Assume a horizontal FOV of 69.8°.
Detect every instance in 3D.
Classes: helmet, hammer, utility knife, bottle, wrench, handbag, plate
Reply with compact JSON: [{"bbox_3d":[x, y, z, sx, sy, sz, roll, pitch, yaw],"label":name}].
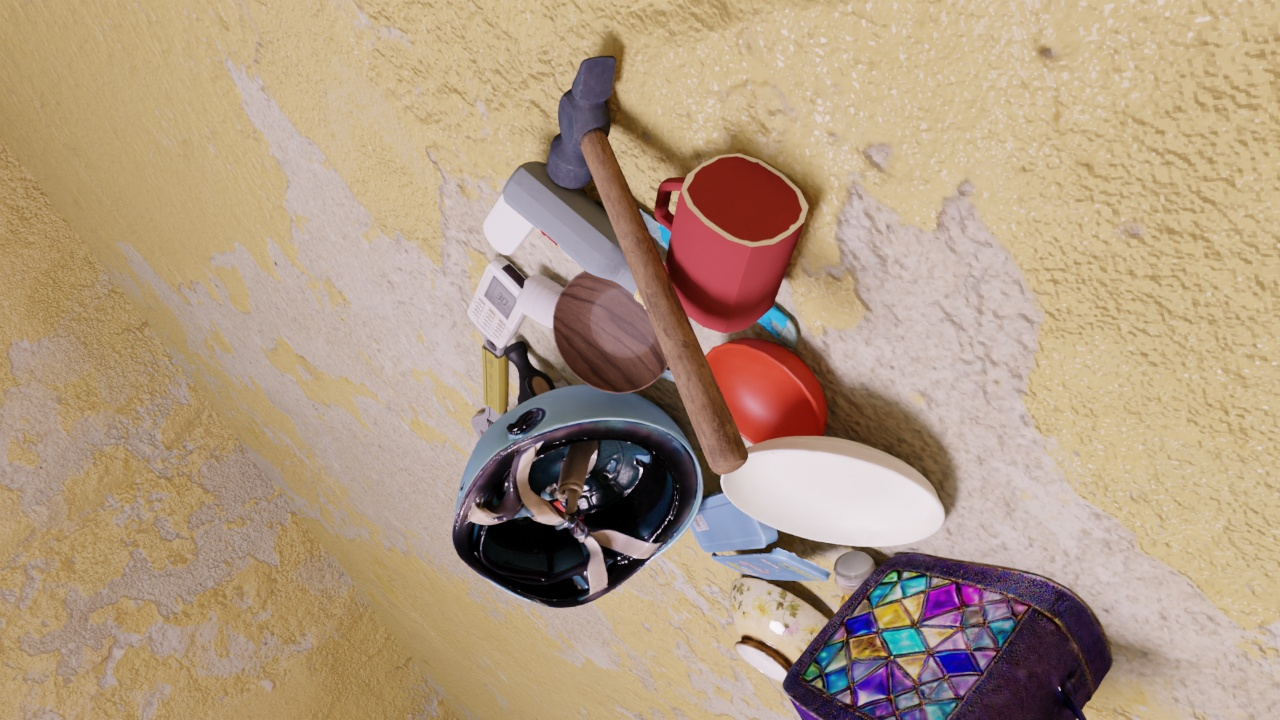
[{"bbox_3d":[-0.068,0.120,0.951,0.266,0.166,0.225,-32,125,18],"label":"helmet"},{"bbox_3d":[0.005,-0.067,0.662,0.130,0.040,0.321,118,135,-60],"label":"hammer"},{"bbox_3d":[0.052,-0.076,0.754,0.198,0.015,0.031,40,146,13],"label":"utility knife"},{"bbox_3d":[-0.040,-0.104,0.781,0.161,0.072,0.046,41,106,10],"label":"bottle"},{"bbox_3d":[-0.191,0.046,1.194,0.083,0.018,0.274,36,148,17],"label":"wrench"},{"bbox_3d":[-0.167,0.102,1.156,0.132,0.040,0.306,61,147,14],"label":"hammer"},{"bbox_3d":[-0.061,-0.038,0.908,0.136,0.044,0.044,32,147,23],"label":"bottle"},{"bbox_3d":[0.227,0.263,0.894,0.053,0.053,0.186,12,135,44],"label":"bottle"},{"bbox_3d":[0.254,0.274,0.738,0.222,0.204,0.125,7,132,57],"label":"handbag"},{"bbox_3d":[0.159,0.105,0.765,0.182,0.034,0.183,13,151,7],"label":"plate"}]

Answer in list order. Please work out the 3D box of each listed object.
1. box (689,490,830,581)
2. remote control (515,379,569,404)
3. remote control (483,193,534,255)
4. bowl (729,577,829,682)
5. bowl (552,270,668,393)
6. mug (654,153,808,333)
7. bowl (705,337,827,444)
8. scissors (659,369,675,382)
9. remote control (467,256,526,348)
[{"bbox_3d":[0.107,0.187,0.936,0.126,0.039,0.210,48,162,0],"label":"box"},{"bbox_3d":[-0.115,0.049,1.108,0.033,0.012,0.131,53,149,-11],"label":"remote control"},{"bbox_3d":[-0.122,-0.141,0.893,0.043,0.013,0.137,49,150,-4],"label":"remote control"},{"bbox_3d":[0.151,0.311,1.020,0.145,0.063,0.145,28,151,17],"label":"bowl"},{"bbox_3d":[-0.020,-0.031,0.845,0.119,0.032,0.119,5,107,18],"label":"bowl"},{"bbox_3d":[0.054,-0.093,0.667,0.116,0.080,0.097,43,150,20],"label":"mug"},{"bbox_3d":[0.111,0.026,0.778,0.122,0.035,0.122,32,147,24],"label":"bowl"},{"bbox_3d":[-0.003,0.005,0.921,0.174,0.033,0.065,22,138,41],"label":"scissors"},{"bbox_3d":[-0.154,-0.062,1.014,0.060,0.025,0.139,46,150,1],"label":"remote control"}]
